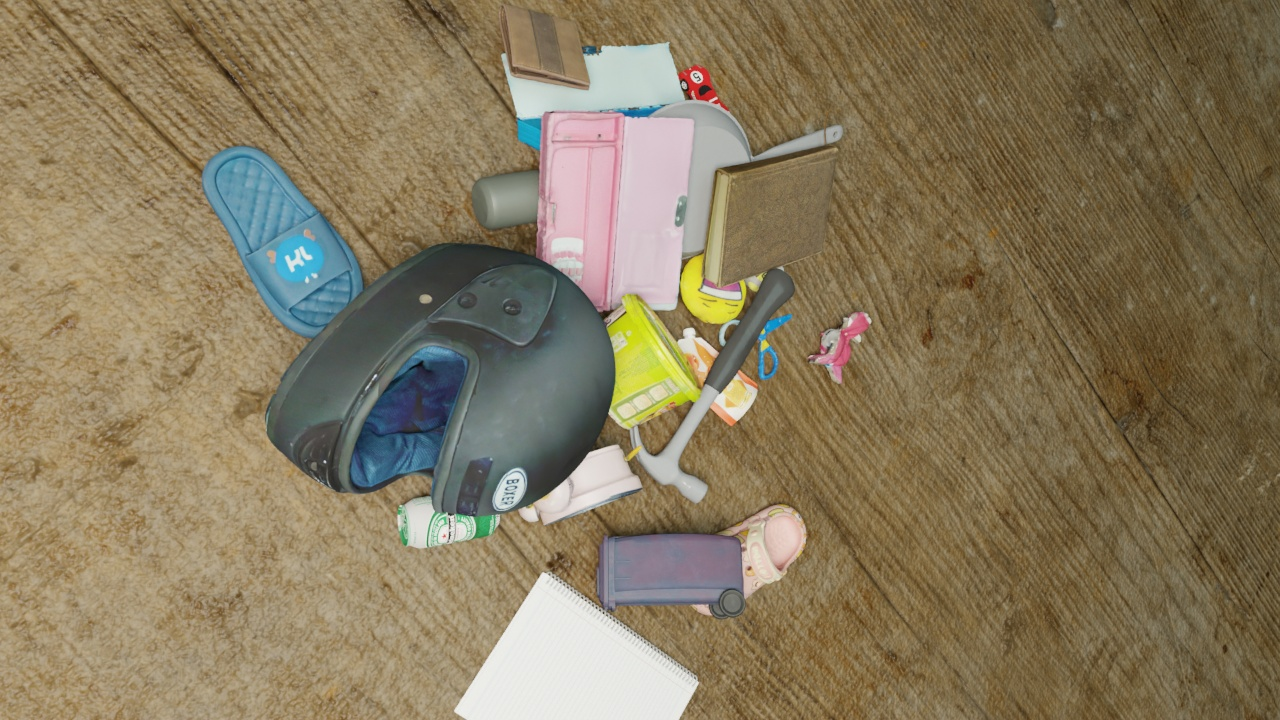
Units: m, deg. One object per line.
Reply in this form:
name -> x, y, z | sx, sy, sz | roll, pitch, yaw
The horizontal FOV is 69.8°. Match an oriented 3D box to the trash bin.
trash bin -> 0.031, 0.245, 1.039 | 0.161, 0.094, 0.092 | 0, 73, -3

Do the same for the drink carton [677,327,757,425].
drink carton -> 0.088, 0.019, 1.162 | 0.122, 0.039, 0.069 | 39, 69, -11

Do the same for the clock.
clock -> -0.077, 0.142, 1.015 | 0.157, 0.117, 0.058 | -15, 80, -28

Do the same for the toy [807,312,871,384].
toy -> 0.271, -0.025, 1.252 | 0.102, 0.050, 0.065 | -53, 130, -3

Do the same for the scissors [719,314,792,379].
scissors -> 0.151, -0.038, 1.211 | 0.127, 0.015, 0.125 | 11, 74, -29

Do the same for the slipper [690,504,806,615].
slipper -> 0.142, 0.247, 1.132 | 0.196, 0.082, 0.093 | -24, 96, -29

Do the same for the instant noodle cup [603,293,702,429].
instant noodle cup -> -0.006, 0.006, 1.048 | 0.098, 0.146, 0.146 | -35, 101, 8

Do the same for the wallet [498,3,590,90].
wallet -> -0.114, -0.370, 1.084 | 0.098, 0.027, 0.121 | 5, 52, -27

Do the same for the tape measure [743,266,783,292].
tape measure -> 0.156, -0.126, 1.216 | 0.064, 0.017, 0.065 | -38, 100, -33

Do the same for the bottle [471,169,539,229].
bottle -> -0.135, -0.187, 1.055 | 0.108, 0.060, 0.060 | -15, 91, -28

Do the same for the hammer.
hammer -> 0.097, 0.015, 1.134 | 0.125, 0.029, 0.310 | 34, 78, -7

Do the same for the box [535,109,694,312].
box -> -0.033, -0.167, 1.055 | 0.178, 0.039, 0.233 | -2, 114, -20

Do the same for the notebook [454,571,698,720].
notebook -> -0.063, 0.381, 1.048 | 0.245, 0.013, 0.177 | 40, 69, -17

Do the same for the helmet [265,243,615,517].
helmet -> -0.159, 0.034, 0.885 | 0.236, 0.250, 0.315 | 35, 46, 11

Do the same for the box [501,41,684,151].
box -> -0.037, -0.309, 1.129 | 0.243, 0.071, 0.170 | -14, 58, -28

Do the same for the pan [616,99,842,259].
pan -> 0.125, -0.239, 1.148 | 0.355, 0.051, 0.201 | -21, 124, -21

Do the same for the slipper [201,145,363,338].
slipper -> -0.359, -0.125, 0.935 | 0.103, 0.059, 0.214 | -35, 98, -28

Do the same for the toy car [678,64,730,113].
toy car -> 0.087, -0.345, 1.208 | 0.038, 0.025, 0.089 | -33, 99, -27

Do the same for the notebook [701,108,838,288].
notebook -> 0.168, -0.204, 1.148 | 0.214, 0.034, 0.190 | -20, 126, -38

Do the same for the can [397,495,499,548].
can -> -0.203, 0.168, 0.979 | 0.101, 0.053, 0.053 | -5, 86, -28

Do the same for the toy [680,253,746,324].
toy -> 0.093, -0.091, 1.171 | 0.095, 0.041, 0.094 | 10, 74, -28
